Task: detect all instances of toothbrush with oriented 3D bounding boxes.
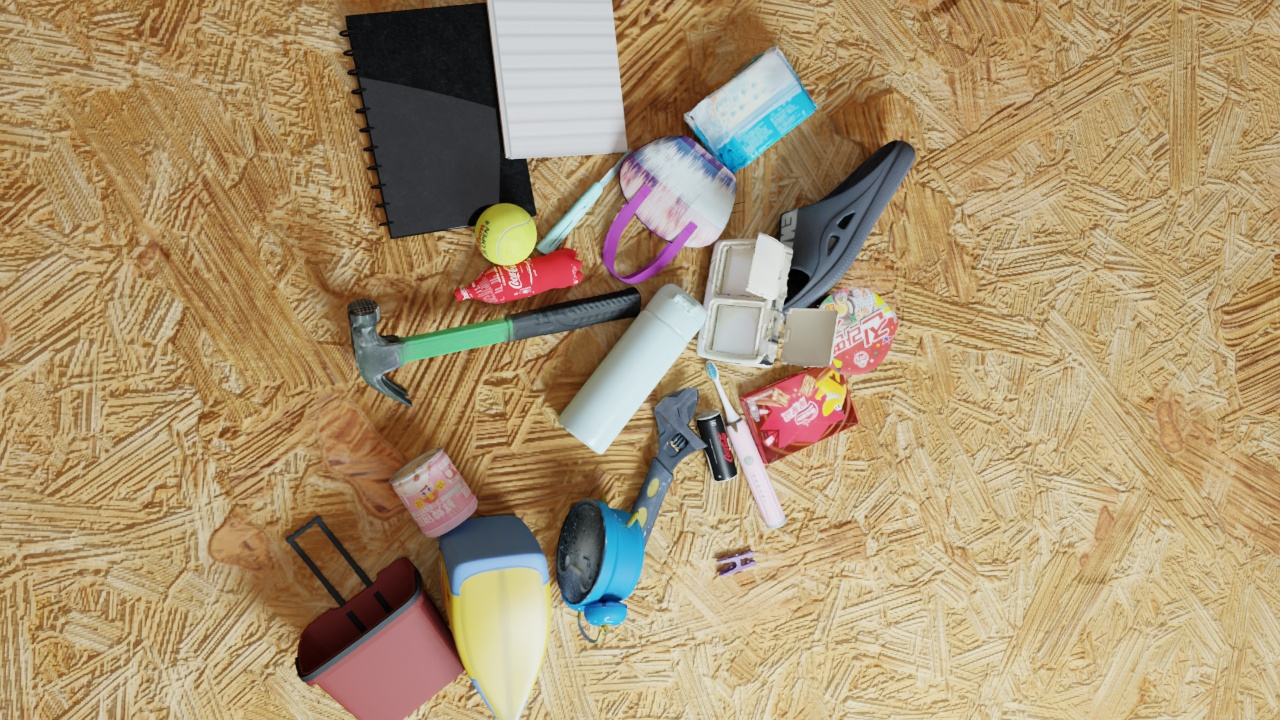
[{"bbox_3d":[0.124,0.101,1.104,0.027,0.026,0.222,-23,101,7],"label":"toothbrush"}]

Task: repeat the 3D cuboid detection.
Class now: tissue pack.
[{"bbox_3d":[0.125,-0.286,1.056,0.144,0.062,0.093,-40,102,-12],"label":"tissue pack"}]

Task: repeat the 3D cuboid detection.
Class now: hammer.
[{"bbox_3d":[-0.147,-0.033,0.995,0.318,0.032,0.130,-13,130,-21],"label":"hammer"}]

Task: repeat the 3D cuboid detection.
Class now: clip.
[{"bbox_3d":[0.117,0.246,1.122,0.052,0.013,0.036,-16,100,-17],"label":"clip"}]

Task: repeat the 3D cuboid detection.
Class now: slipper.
[{"bbox_3d":[0.218,-0.166,1.070,0.083,0.111,0.268,38,81,-12],"label":"slipper"}]

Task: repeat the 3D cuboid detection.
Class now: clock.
[{"bbox_3d":[-0.049,0.233,1.023,0.060,0.117,0.161,12,92,-29],"label":"clock"}]

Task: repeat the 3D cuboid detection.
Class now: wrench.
[{"bbox_3d":[0.011,0.158,1.070,0.073,0.022,0.273,24,92,13],"label":"wrench"}]

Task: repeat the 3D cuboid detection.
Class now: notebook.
[{"bbox_3d":[-0.092,-0.332,1.008,0.142,0.009,0.210,-9,97,-23],"label":"notebook"},{"bbox_3d":[-0.215,-0.257,0.984,0.169,0.019,0.231,-12,98,-16],"label":"notebook"}]

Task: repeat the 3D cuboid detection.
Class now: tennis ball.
[{"bbox_3d":[-0.143,-0.134,0.977,0.065,0.065,0.065,-1,95,-16],"label":"tennis ball"}]

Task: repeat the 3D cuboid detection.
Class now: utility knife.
[{"bbox_3d":[-0.062,-0.180,1.036,0.158,0.015,0.022,-50,143,-8],"label":"utility knife"}]

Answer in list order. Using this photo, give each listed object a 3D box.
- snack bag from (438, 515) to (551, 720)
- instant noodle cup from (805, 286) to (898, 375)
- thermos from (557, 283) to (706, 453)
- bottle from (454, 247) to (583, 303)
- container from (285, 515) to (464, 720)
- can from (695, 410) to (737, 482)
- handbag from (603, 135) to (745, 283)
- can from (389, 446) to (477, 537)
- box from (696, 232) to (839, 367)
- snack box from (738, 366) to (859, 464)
[{"bbox_3d":[-0.154,0.284,0.972,0.102,0.159,0.205,-4,97,-17],"label":"snack bag"},{"bbox_3d":[0.223,-0.036,1.077,0.100,0.112,0.100,-1,95,-17],"label":"instant noodle cup"},{"bbox_3d":[-0.006,0.006,1.036,0.065,0.078,0.206,38,86,1],"label":"thermos"},{"bbox_3d":[-0.134,-0.089,1.008,0.141,0.042,0.042,-16,98,-13],"label":"bottle"},{"bbox_3d":[-0.290,0.268,0.956,0.148,0.127,0.201,-36,109,-10],"label":"container"},{"bbox_3d":[0.090,0.102,1.092,0.031,0.031,0.080,-19,99,-14],"label":"can"},{"bbox_3d":[0.023,-0.162,1.042,0.144,0.068,0.170,37,91,-15],"label":"handbag"},{"bbox_3d":[-0.222,0.142,0.988,0.067,0.067,0.076,-33,101,-11],"label":"can"},{"bbox_3d":[0.124,-0.068,1.006,0.100,0.187,0.145,10,87,-35],"label":"box"},{"bbox_3d":[0.195,0.061,1.124,0.132,0.021,0.089,-22,100,-13],"label":"snack box"}]
